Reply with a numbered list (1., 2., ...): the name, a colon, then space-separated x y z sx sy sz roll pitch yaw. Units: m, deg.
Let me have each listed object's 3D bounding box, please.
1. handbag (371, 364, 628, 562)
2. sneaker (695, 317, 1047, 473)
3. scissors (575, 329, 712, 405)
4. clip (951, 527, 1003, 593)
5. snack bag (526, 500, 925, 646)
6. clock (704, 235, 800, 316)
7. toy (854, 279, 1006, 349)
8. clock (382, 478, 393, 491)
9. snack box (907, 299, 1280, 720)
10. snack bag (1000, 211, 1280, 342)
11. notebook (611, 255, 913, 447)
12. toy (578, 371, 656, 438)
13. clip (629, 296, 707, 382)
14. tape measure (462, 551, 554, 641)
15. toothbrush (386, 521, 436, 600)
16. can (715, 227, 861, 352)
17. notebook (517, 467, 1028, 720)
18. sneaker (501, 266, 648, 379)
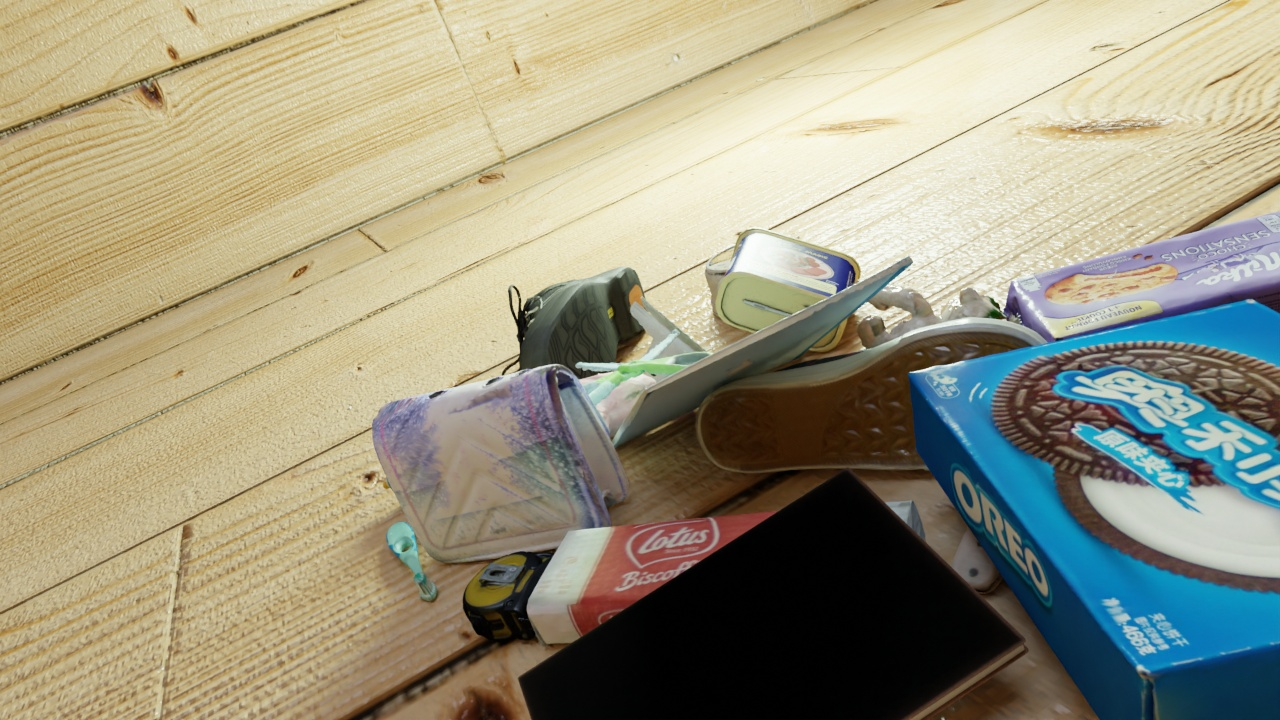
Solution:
1. handbag: -0.099 0.070 0.657 0.159 0.126 0.069 -13 21 24
2. sneaker: 0.154 0.028 0.609 0.236 0.087 0.079 -14 3 32
3. scissors: -0.010 0.007 0.720 0.171 0.023 0.172 -33 18 -33
4. clip: 0.184 0.097 0.480 0.026 0.059 0.052 2 -8 43
5. snack bag: 0.044 0.122 0.522 0.226 0.041 0.077 -9 27 26
6. clock: 0.108 -0.082 0.910 0.104 0.061 0.156 -11 22 25
7. toy: 0.203 -0.026 0.643 0.106 0.085 0.074 -17 17 43
8. clock: -0.171 0.077 0.788 0.130 0.043 0.099 11 66 41
9. snack box: 0.255 0.057 0.410 0.195 0.056 0.238 -13 24 1
10. snack bag: 0.347 -0.035 0.585 0.206 0.058 0.096 -14 26 13
11. notebook: 0.068 0.006 0.644 0.181 0.009 0.254 -25 -9 -11
12. toy: -0.042 0.045 0.750 0.109 0.053 0.104 -12 13 31
13. clip: 0.023 -0.004 0.821 0.045 0.102 0.056 -36 -18 -44
14. tape measure: -0.083 0.148 0.584 0.061 0.034 0.061 -13 22 26
15. toothbrush: -0.176 0.147 0.696 0.022 0.017 0.135 -32 24 -16
16. can: 0.128 -0.062 0.801 0.116 0.057 0.092 18 34 8
17. notebook: 0.049 0.144 0.435 0.209 0.008 0.141 -32 33 -5
18. sneaker: -0.093 -0.030 0.911 0.143 0.101 0.237 -10 16 22
